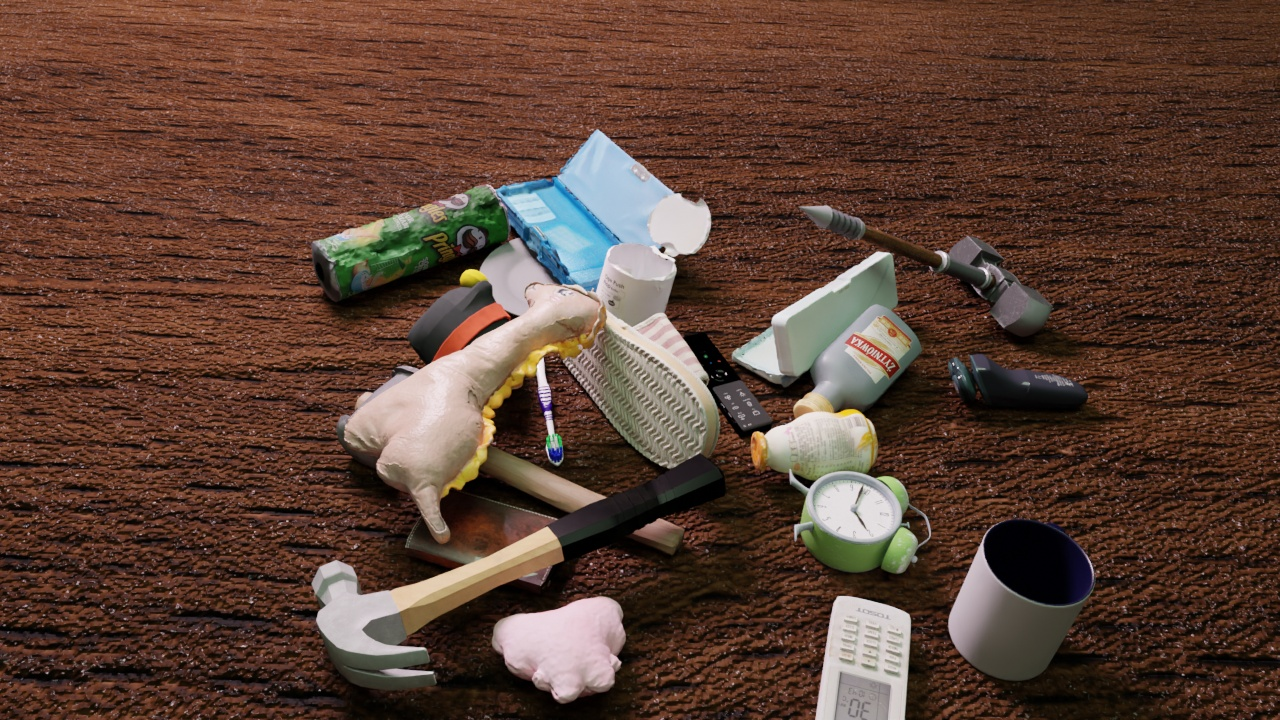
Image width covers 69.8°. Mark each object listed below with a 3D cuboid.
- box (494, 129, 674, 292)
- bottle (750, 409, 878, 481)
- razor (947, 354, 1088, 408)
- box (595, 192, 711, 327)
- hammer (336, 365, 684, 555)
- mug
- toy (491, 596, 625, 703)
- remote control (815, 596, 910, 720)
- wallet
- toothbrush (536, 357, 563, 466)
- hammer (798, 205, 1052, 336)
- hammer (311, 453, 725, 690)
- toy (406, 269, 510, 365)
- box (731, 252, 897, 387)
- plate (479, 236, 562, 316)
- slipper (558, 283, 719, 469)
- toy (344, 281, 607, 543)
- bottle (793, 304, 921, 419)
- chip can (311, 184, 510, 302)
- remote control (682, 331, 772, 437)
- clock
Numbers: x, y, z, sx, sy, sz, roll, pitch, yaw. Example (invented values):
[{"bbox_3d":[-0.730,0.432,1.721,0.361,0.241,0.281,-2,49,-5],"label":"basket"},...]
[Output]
[{"bbox_3d":[-0.059,-0.170,1.094,0.173,0.066,0.231,-33,49,-8],"label":"box"},{"bbox_3d":[0.156,0.078,0.831,0.108,0.063,0.063,-3,41,-8],"label":"bottle"},{"bbox_3d":[0.379,0.025,0.920,0.143,0.052,0.047,6,37,-3],"label":"razor"},{"bbox_3d":[0.007,-0.093,0.959,0.084,0.160,0.118,38,40,27],"label":"box"},{"bbox_3d":[-0.115,0.097,0.813,0.328,0.052,0.097,22,44,17],"label":"hammer"},{"bbox_3d":[0.294,0.172,0.701,0.079,0.097,0.111,28,46,26],"label":"mug"},{"bbox_3d":[-0.051,0.212,0.671,0.102,0.050,0.093,-11,30,-21],"label":"toy"},{"bbox_3d":[0.164,0.236,0.674,0.060,0.025,0.138,12,41,11],"label":"remote control"},{"bbox_3d":[-0.125,0.149,0.766,0.123,0.019,0.072,14,42,13],"label":"wallet"},{"bbox_3d":[-0.095,0.034,0.907,0.015,0.016,0.186,-6,41,-10],"label":"toothbrush"},{"bbox_3d":[0.292,-0.114,0.975,0.321,0.043,0.156,14,33,-30],"label":"hammer"},{"bbox_3d":[-0.080,0.148,0.707,0.327,0.039,0.131,-20,30,-23],"label":"hammer"},{"bbox_3d":[-0.163,-0.013,0.905,0.119,0.098,0.099,42,51,9],"label":"toy"},{"bbox_3d":[0.186,-0.047,0.988,0.198,0.086,0.096,-29,24,-35],"label":"box"},{"bbox_3d":[-0.096,-0.096,1.062,0.178,0.012,0.178,1,40,-1],"label":"plate"},{"bbox_3d":[-0.005,0.005,0.879,0.052,0.115,0.263,-10,35,-35],"label":"slipper"},{"bbox_3d":[-0.118,0.028,0.793,0.263,0.065,0.196,-30,54,-25],"label":"toy"},{"bbox_3d":[0.211,0.013,0.913,0.072,0.046,0.160,47,58,7],"label":"bottle"},{"bbox_3d":[-0.263,-0.137,1.055,0.222,0.076,0.075,-26,48,-29],"label":"chip can"},{"bbox_3d":[0.082,0.021,0.932,0.034,0.013,0.150,-14,43,-19],"label":"remote control"},{"bbox_3d":[0.186,0.136,0.780,0.119,0.043,0.094,5,41,3],"label":"clock"}]
